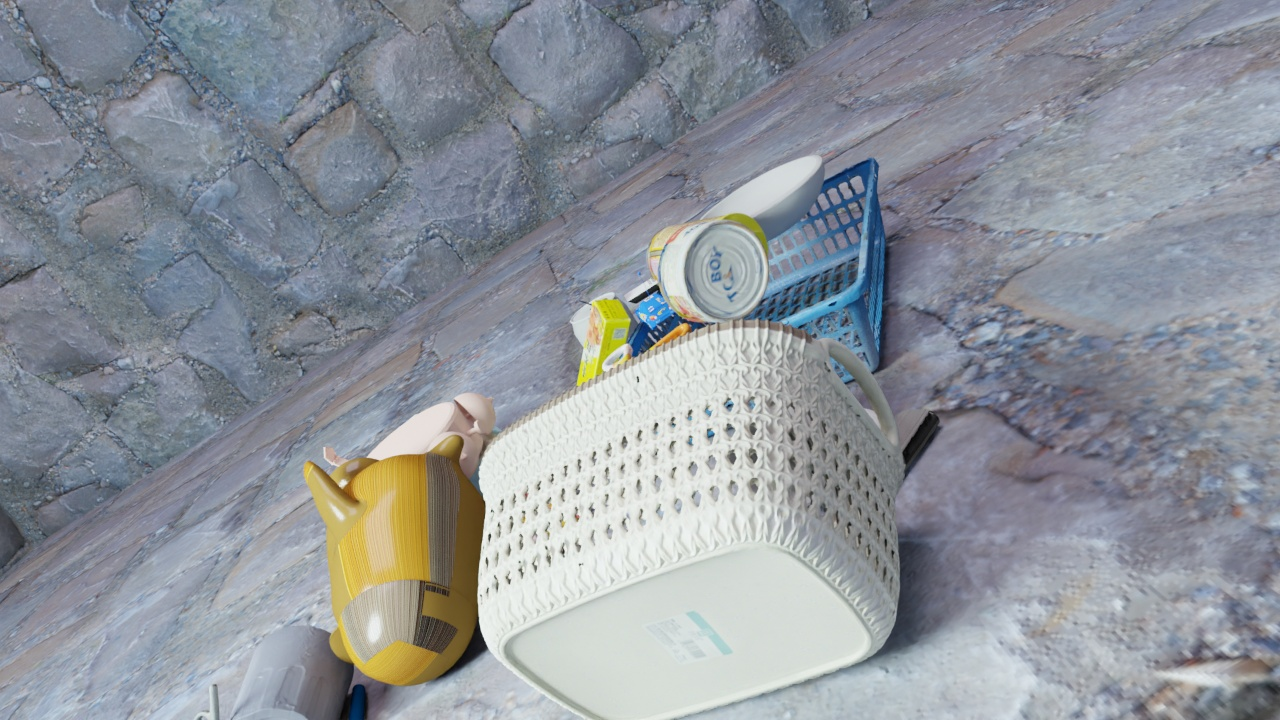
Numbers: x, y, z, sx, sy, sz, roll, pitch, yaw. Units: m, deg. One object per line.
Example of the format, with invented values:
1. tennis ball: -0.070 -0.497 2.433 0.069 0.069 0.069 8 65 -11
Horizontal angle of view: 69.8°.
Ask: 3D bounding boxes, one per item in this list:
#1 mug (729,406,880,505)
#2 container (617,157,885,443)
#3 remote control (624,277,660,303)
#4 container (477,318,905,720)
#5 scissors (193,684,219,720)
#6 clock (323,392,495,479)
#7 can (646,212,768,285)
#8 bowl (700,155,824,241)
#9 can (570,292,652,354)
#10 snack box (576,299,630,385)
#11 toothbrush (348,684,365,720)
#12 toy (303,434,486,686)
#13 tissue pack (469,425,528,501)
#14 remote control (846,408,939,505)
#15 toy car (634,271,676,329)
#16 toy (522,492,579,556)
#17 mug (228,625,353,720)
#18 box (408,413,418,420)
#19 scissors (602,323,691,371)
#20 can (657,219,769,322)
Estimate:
1. mug: 0.126 0.052 0.653 0.107 0.071 0.089 -10 18 32
2. container: 0.128 -0.059 0.906 0.258 0.089 0.361 -24 19 26
3. remote control: 0.038 -0.097 0.996 0.124 0.012 0.028 -32 17 2
4. container: 0.025 0.100 0.517 0.247 0.184 0.142 -28 34 26
5. scissors: -0.333 0.317 0.678 0.142 0.173 0.014 14 6 30
6. clock: -0.227 0.092 0.916 0.161 0.086 0.130 -23 22 15
7. can: 0.061 -0.097 0.852 0.067 0.067 0.105 -42 22 -26
8. bowl: 0.126 -0.150 0.931 0.150 0.043 0.149 -30 17 10
9. can: -0.026 -0.017 1.000 0.064 0.127 0.064 -30 17 10
10. snack box: -0.042 0.008 0.950 0.028 0.148 0.040 -4 39 -23
11. toothbrush: -0.217 0.289 0.693 0.014 0.014 0.168 -1 9 -13
12. toy: -0.197 0.178 0.764 0.163 0.198 0.203 -47 33 21
13. tissue pack: -0.187 0.144 0.949 0.181 0.070 0.112 -40 18 -15
14. remote control: 0.156 0.079 0.611 0.136 0.013 0.033 -46 21 -30
15. toy car: 0.005 -0.065 0.878 0.033 0.062 0.092 -34 17 -5
16. toy: -0.089 0.143 0.805 0.084 0.046 0.103 -5 7 -8
17. mug: -0.290 0.292 0.732 0.124 0.084 0.104 -55 17 10
18. box: -0.211 0.108 1.058 0.137 0.126 0.108 -40 17 9
19. scissors: -0.010 0.006 0.803 0.125 0.011 0.128 -38 17 -17
20. can: 0.061 -0.074 0.766 0.086 0.086 0.043 -38 18 -17
